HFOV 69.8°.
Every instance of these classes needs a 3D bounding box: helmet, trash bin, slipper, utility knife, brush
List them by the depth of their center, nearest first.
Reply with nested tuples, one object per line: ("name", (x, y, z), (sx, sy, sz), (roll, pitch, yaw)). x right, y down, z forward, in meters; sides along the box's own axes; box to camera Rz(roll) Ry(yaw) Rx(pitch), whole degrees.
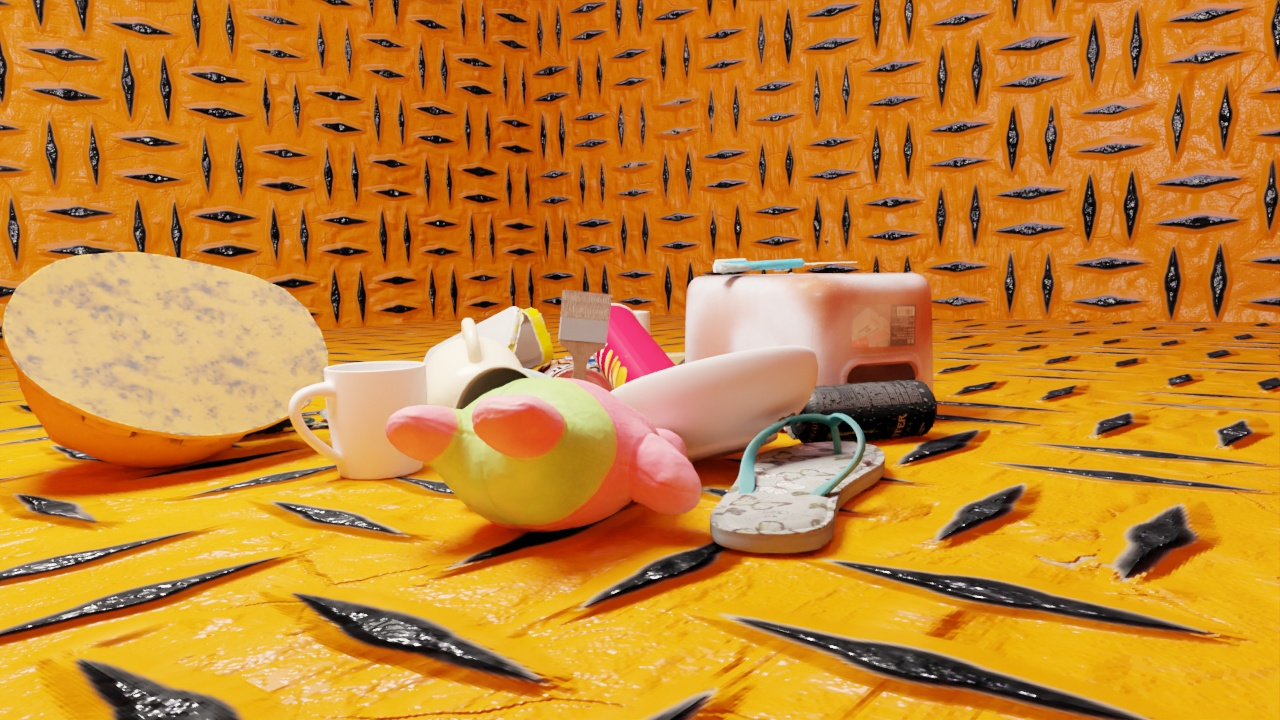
("slipper", (0.106, 0.071, 0.634), (0.098, 0.055, 0.268), (-1, 6, 24))
("helmet", (-0.427, 0.018, 0.817), (0.254, 0.205, 0.132), (-3, -37, -48))
("brush", (-0.057, 0.009, 0.837), (0.045, 0.143, 0.008), (6, 6, -9))
("utility knife", (0.159, -0.104, 0.984), (0.176, 0.015, 0.022), (-5, 7, -18))
("trash bin", (0.173, -0.018, 0.997), (0.181, 0.157, 0.260), (-4, 6, -26))

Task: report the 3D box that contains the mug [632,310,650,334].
("mug", (-0.026, -0.014, 1.254), (0.082, 0.105, 0.082), (-2, 6, 0))

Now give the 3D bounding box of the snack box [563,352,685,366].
("snack box", (0.005, 0.020, 1.169), (0.206, 0.057, 0.056), (-2, 2, -5))

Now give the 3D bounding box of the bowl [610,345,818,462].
("bowl", (0.062, 0.043, 0.744), (0.176, 0.066, 0.177), (-12, -10, -2))

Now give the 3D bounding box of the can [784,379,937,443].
("can", (0.202, 0.047, 0.838), (0.137, 0.054, 0.054), (-3, 6, -17))

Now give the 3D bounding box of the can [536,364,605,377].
("can", (-0.053, 0.031, 1.067), (0.135, 0.054, 0.054), (-2, 6, -8))

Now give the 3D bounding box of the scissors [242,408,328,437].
("scissors", (-0.339, 0.070, 0.951), (0.203, 0.015, 0.202), (-7, 8, -32))

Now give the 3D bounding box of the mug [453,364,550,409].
("mug", (-0.079, 0.057, 0.741), (0.111, 0.084, 0.104), (31, 5, 21))

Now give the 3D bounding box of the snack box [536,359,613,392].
("snack box", (-0.071, 0.037, 0.922), (0.072, 0.072, 0.121), (-3, 5, -13))

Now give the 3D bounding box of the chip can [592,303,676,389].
("chip can", (-0.006, 0.006, 0.960), (0.069, 0.069, 0.220), (-3, 21, -15))

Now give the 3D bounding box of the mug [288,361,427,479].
("mug", (-0.229, 0.049, 0.746), (0.114, 0.087, 0.081), (-7, 8, -44))

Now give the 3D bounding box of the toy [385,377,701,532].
("toy", (-0.042, 0.063, 0.597), (0.192, 0.096, 0.236), (-1, -9, 36))

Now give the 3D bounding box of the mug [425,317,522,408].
("mug", (-0.148, 0.024, 0.830), (0.096, 0.120, 0.100), (-8, 18, -13))

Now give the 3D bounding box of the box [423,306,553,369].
("box", (-0.176, -0.005, 1.002), (0.070, 0.067, 0.211), (4, -15, -39))
